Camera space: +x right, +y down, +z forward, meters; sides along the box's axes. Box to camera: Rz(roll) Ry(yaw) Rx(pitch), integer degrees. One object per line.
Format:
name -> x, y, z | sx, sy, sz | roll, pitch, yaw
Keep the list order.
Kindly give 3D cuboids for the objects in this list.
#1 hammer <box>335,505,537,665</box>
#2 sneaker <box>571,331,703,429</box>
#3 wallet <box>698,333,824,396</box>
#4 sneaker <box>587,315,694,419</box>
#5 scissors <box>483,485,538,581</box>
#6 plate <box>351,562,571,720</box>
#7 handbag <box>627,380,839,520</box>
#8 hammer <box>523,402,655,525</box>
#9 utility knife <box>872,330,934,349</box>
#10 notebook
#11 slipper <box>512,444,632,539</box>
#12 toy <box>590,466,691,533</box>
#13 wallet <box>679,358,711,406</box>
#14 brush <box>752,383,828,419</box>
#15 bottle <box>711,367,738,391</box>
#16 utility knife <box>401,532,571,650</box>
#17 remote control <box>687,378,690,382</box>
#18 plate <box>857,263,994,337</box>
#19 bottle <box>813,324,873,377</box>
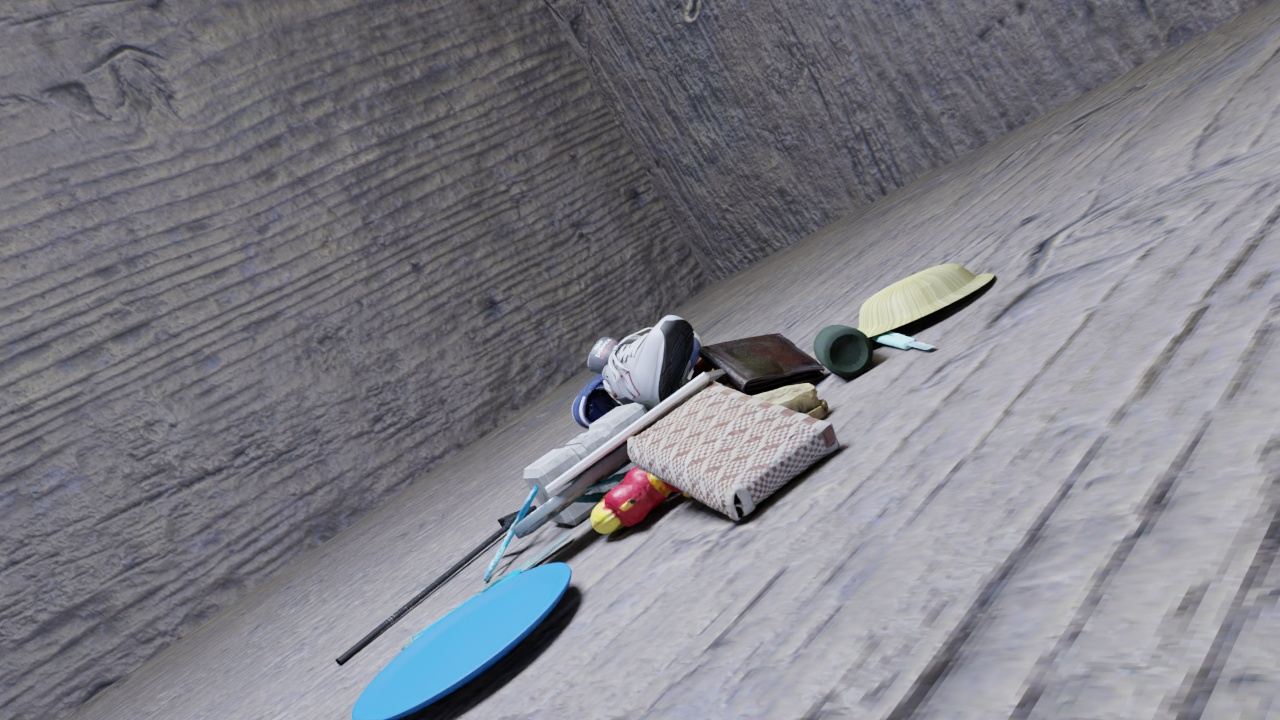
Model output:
hammer -> -0.270, 0.294, 1.220 | 0.323, 0.015, 0.095 | -36, 7, -40
sneaker -> -0.003, 0.024, 1.365 | 0.233, 0.091, 0.118 | -32, 1, -2
wallet -> 0.145, 0.004, 1.098 | 0.119, 0.031, 0.099 | -12, 34, -26
sneaker -> -0.007, 0.007, 1.164 | 0.088, 0.124, 0.240 | -56, -19, -27
scissors -> -0.154, 0.205, 1.116 | 0.140, 0.011, 0.133 | -60, -1, 32
plate -> -0.153, 0.257, 0.822 | 0.224, 0.024, 0.224 | -31, 5, 3
handbag -> 0.080, 0.081, 0.850 | 0.124, 0.047, 0.186 | -34, 26, -21
hammer -> -0.098, 0.145, 1.261 | 0.162, 0.083, 0.318 | -33, 5, -22
utility knife -> 0.288, -0.019, 1.002 | 0.022, 0.015, 0.166 | -25, 8, -1
notebook -> -0.001, 0.074, 1.009 | 0.210, 0.009, 0.142 | -37, -6, 11
slipper -> -0.022, 0.130, 1.028 | 0.268, 0.054, 0.098 | -31, -12, -32
toy -> 0.003, 0.131, 0.939 | 0.137, 0.067, 0.105 | -36, -1, 18
wallet -> 0.072, 0.043, 1.216 | 0.091, 0.018, 0.116 | -40, -32, -60
brush -> 0.103, 0.070, 0.967 | 0.196, 0.043, 0.059 | -20, 13, 29
bottle -> 0.116, 0.036, 1.147 | 0.068, 0.068, 0.156 | -30, 5, 12
utility knife -> -0.166, 0.253, 1.010 | 0.221, 0.015, 0.031 | -31, 9, -17
remote control -> 0.072, 0.037, 1.298 | 0.013, 0.034, 0.150 | -63, -19, -1
plate -> 0.328, -0.080, 1.107 | 0.184, 0.036, 0.184 | -26, 3, 1
bottle -> 0.229, -0.017, 1.081 | 0.055, 0.055, 0.174 | -31, 4, 5
